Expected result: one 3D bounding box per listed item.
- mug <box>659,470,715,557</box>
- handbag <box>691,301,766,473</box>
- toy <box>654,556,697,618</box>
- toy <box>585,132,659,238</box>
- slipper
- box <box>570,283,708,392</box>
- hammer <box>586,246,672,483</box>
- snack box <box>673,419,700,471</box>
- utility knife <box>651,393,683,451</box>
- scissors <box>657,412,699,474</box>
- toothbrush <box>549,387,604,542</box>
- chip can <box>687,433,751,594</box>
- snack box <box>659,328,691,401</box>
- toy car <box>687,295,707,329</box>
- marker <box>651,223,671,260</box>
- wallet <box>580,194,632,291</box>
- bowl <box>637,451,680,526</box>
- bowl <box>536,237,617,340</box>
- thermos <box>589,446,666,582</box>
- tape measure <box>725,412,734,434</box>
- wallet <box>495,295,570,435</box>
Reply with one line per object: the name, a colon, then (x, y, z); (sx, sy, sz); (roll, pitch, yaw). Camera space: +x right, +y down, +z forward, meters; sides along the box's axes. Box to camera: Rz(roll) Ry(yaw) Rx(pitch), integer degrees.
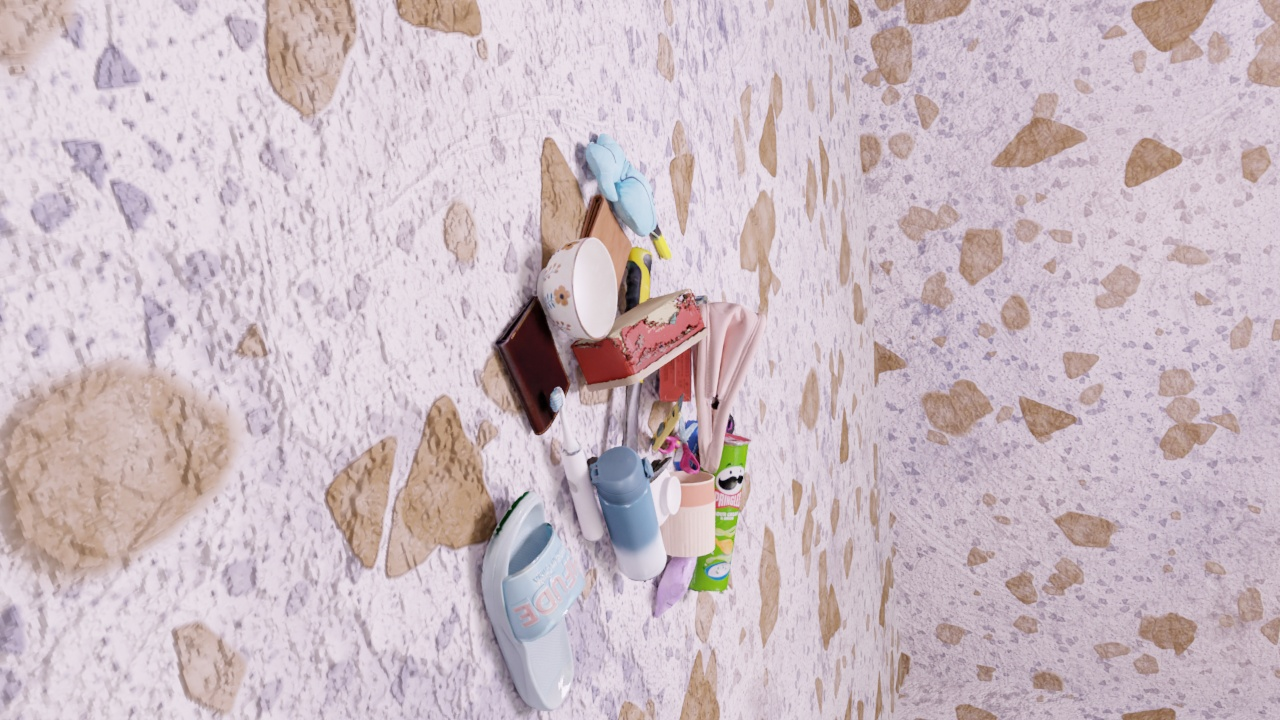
mug: (0.064, 0.216, 1.321); (0.114, 0.081, 0.106); (-140, -132, -82)
handbag: (0.105, 0.038, 1.260); (0.193, 0.093, 0.234); (-29, 128, -88)
toy: (0.054, 0.307, 1.308); (0.084, 0.039, 0.107); (-52, -177, 36)
toy: (-0.018, -0.217, 1.170); (0.161, 0.050, 0.156); (-67, 136, -62)
slipper: (-0.099, 0.253, 0.935); (0.103, 0.074, 0.246); (-46, 131, -58)
box: (0.000, -0.034, 1.109); (0.167, 0.092, 0.079); (-34, 107, -46)
hammer: (-0.007, 0.007, 1.182); (0.126, 0.032, 0.322); (21, 64, -42)
snack box: (0.094, 0.177, 1.442); (0.084, 0.026, 0.157); (-68, 147, -41)
utility knife: (0.037, 0.085, 1.221); (0.173, 0.019, 0.031); (125, -35, -59)
scissors: (0.069, 0.122, 1.350); (0.096, 0.017, 0.137); (43, 28, 6)
toothbrush: (-0.073, 0.119, 1.032); (0.026, 0.027, 0.221); (-54, 144, -44)
chip can: (0.113, 0.228, 1.379); (0.072, 0.072, 0.236); (-3, 102, -66)
snack box: (0.050, 0.001, 1.276); (0.127, 0.044, 0.113); (37, 52, -86)
toy car: (0.087, -0.071, 1.431); (0.120, 0.037, 0.054); (-40, 125, -73)
marker: (0.017, -0.189, 1.303); (0.124, 0.015, 0.018); (60, 36, -43)
wallet: (-0.046, -0.132, 1.147); (0.101, 0.020, 0.115); (55, 42, -51)
bowl: (0.015, 0.177, 1.214); (0.118, 0.065, 0.118); (-2, 90, -67)
bowl: (-0.076, -0.078, 1.020); (0.113, 0.062, 0.113); (0, 90, -68)
thermos: (-0.010, 0.186, 1.102); (0.221, 0.070, 0.070); (80, 22, -48)
tape measure: (0.122, 0.102, 1.472); (0.039, 0.057, 0.057); (23, 52, -68)
wallet: (-0.112, 0.005, 0.987); (0.096, 0.020, 0.122); (-66, 146, -50)
